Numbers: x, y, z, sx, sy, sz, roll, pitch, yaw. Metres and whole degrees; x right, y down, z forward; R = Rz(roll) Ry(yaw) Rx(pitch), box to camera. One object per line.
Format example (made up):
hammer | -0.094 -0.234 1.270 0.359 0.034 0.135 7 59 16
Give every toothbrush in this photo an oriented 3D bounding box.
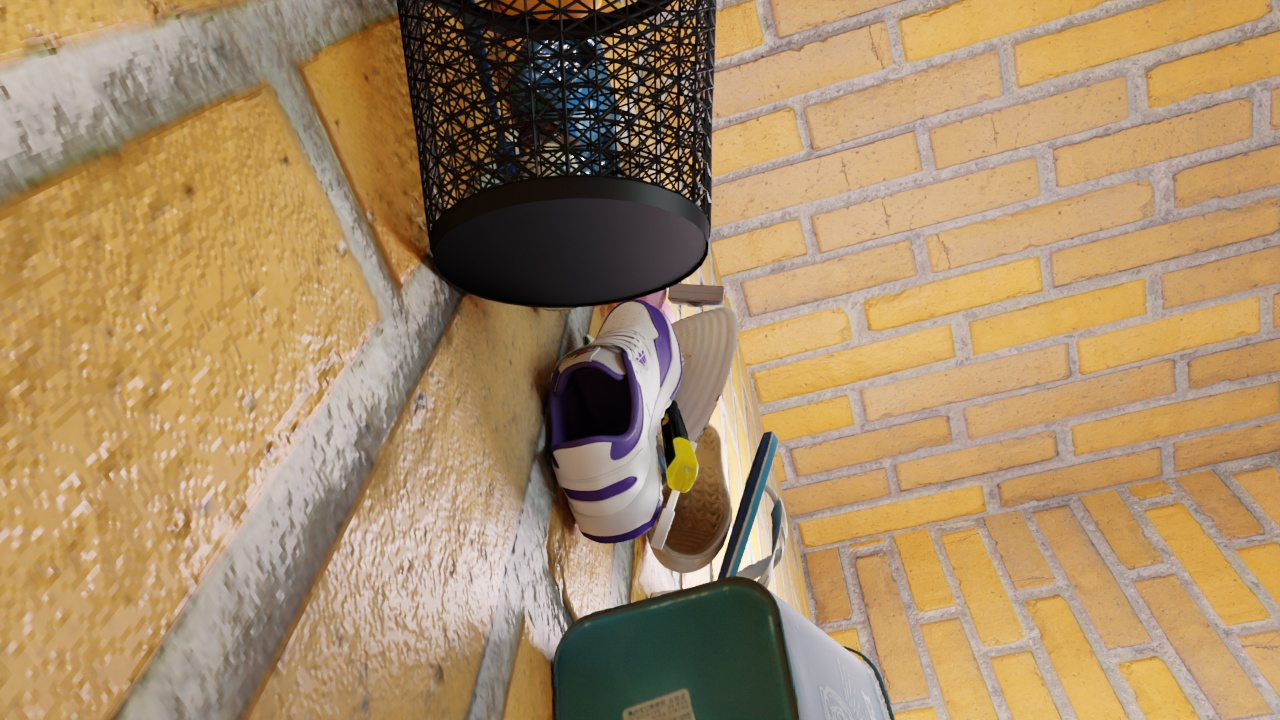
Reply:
toothbrush | -0.128 -0.241 0.736 0.017 0.016 0.190 -42 118 -87

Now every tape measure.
tape measure | 0.062 -0.070 1.005 0.062 0.060 0.020 27 67 -83

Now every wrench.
wrench | 0.030 0.112 0.788 0.273 0.009 0.047 -37 147 -81

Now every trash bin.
trash bin | -0.049 -0.175 0.573 0.217 0.217 0.243 47 37 -69
trash bin | 0.059 0.263 0.606 0.219 0.199 0.196 54 23 -48

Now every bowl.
bowl | 0.031 0.012 0.987 0.178 0.071 0.177 -59 -163 30

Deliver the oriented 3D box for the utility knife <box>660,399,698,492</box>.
utility knife | 0.028 0.063 0.798 0.203 0.020 0.029 -99 -147 -74

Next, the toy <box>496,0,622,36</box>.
toy | -0.086 -0.374 0.902 0.147 0.099 0.216 55 16 -16

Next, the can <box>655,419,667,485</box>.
can | -0.001 0.073 0.892 0.099 0.054 0.059 -88 159 -58

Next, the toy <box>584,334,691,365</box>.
toy | -0.005 0.005 0.888 0.112 0.050 0.087 13 18 -36

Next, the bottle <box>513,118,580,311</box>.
bottle | -0.073 -0.122 0.752 0.056 0.056 0.162 55 23 -63

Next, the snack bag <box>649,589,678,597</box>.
snack bag | 0.039 0.281 0.870 0.077 0.036 0.115 59 19 -60

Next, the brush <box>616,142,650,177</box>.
brush | -0.015 -0.159 1.079 0.272 0.077 0.061 78 25 -62

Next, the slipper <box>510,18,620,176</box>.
slipper | -0.055 -0.222 0.864 0.059 0.103 0.214 33 -23 32

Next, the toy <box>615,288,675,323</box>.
toy | 0.003 -0.075 1.033 0.123 0.067 0.158 -74 160 -62

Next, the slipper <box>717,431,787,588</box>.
slipper | 0.112 0.216 0.955 0.118 0.060 0.295 -49 154 -63

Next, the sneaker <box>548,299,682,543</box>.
sneaker | -0.027 0.017 0.732 0.243 0.092 0.111 -85 158 -46

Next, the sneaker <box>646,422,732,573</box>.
sneaker | 0.050 0.157 1.008 0.235 0.087 0.079 -79 -175 -59
